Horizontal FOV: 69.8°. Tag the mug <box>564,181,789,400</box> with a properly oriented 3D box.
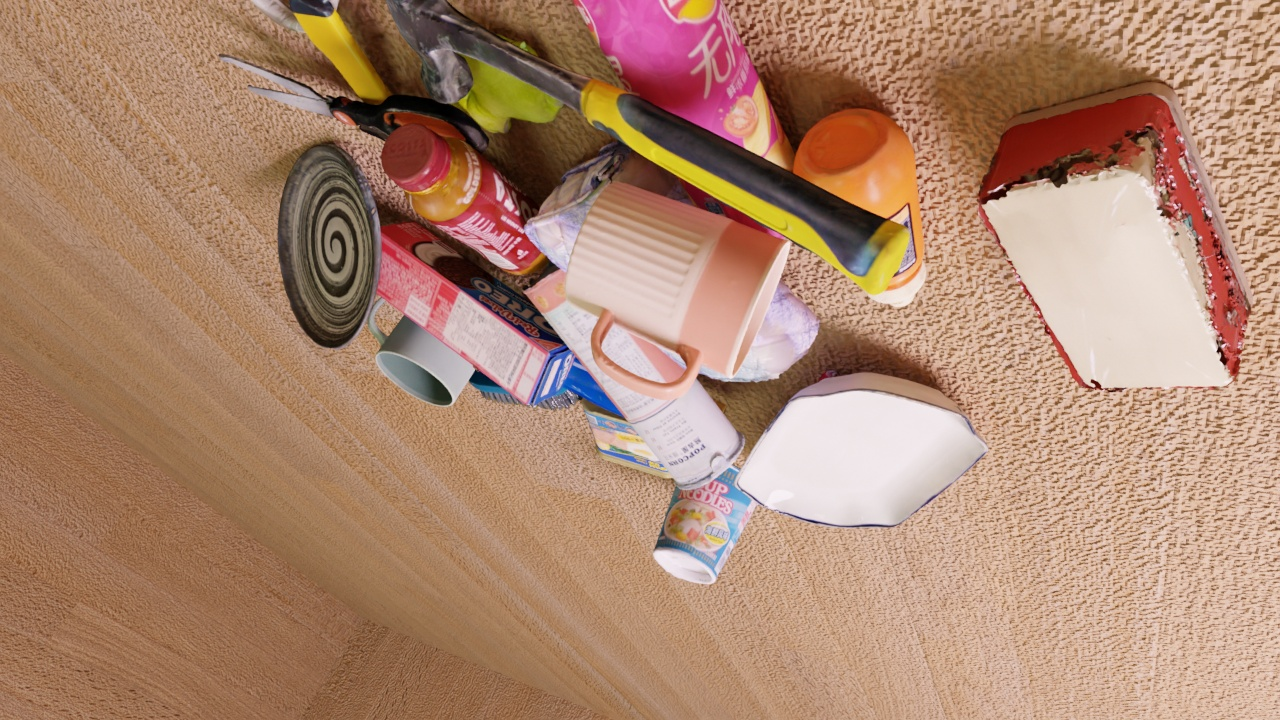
[{"bbox_3d":[0.014,-0.035,0.521,0.106,0.114,0.082,23,159,11],"label":"mug"}]

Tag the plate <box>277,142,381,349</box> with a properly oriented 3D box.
[{"bbox_3d":[-0.270,-0.100,0.809,0.180,0.024,0.179,8,102,44],"label":"plate"}]

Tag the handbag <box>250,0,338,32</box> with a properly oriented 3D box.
[{"bbox_3d":[-0.240,-0.271,0.568,0.163,0.063,0.179,16,154,24],"label":"handbag"}]

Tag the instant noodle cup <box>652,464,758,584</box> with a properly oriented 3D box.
[{"bbox_3d":[0.067,0.173,0.973,0.099,0.109,0.099,21,151,12],"label":"instant noodle cup"}]

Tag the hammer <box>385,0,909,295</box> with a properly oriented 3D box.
[{"bbox_3d":[-0.011,-0.127,0.477,0.323,0.031,0.126,32,163,20],"label":"hammer"}]

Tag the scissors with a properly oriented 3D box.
[{"bbox_3d":[-0.201,-0.173,0.695,0.227,0.021,0.198,12,163,38],"label":"scissors"}]

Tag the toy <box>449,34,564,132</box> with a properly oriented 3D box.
[{"bbox_3d":[-0.099,-0.184,0.612,0.096,0.031,0.100,30,156,-10],"label":"toy"}]

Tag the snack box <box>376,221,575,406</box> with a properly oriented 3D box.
[{"bbox_3d":[-0.149,-0.043,0.794,0.207,0.057,0.058,35,118,17],"label":"snack box"}]

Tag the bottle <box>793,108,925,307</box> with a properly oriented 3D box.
[{"bbox_3d":[0.140,-0.080,0.549,0.067,0.066,0.149,7,153,33],"label":"bottle"}]

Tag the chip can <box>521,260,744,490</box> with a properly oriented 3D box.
[{"bbox_3d":[-0.004,0.004,0.749,0.215,0.071,0.071,52,146,-15],"label":"chip can"}]

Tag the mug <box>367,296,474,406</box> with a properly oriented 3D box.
[{"bbox_3d":[-0.199,-0.030,0.874,0.111,0.106,0.082,35,152,-13],"label":"mug"}]

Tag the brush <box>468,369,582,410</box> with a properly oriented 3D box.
[{"bbox_3d":[-0.123,0.009,0.925,0.144,0.055,0.073,5,145,37],"label":"brush"}]

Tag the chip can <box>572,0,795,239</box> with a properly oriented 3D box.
[{"bbox_3d":[0.027,-0.155,0.505,0.072,0.071,0.210,3,143,39],"label":"chip can"}]

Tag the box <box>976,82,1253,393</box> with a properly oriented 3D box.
[{"bbox_3d":[0.251,-0.049,0.478,0.091,0.076,0.168,-5,138,47],"label":"box"}]

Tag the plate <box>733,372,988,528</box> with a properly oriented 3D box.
[{"bbox_3d":[0.176,0.078,0.772,0.162,0.034,0.266,14,151,-1],"label":"plate"}]

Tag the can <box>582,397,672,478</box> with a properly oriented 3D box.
[{"bbox_3d":[-0.002,0.063,0.909,0.102,0.057,0.083,15,147,22],"label":"can"}]

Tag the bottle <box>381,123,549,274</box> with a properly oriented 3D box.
[{"bbox_3d":[-0.116,-0.110,0.642,0.057,0.057,0.175,16,174,21],"label":"bottle"}]

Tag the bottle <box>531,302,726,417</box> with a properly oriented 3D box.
[{"bbox_3d":[-0.028,0.013,0.836,0.219,0.065,0.065,23,152,10],"label":"bottle"}]

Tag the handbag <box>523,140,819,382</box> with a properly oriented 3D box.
[{"bbox_3d":[0.020,-0.067,0.649,0.194,0.075,0.134,39,163,-24],"label":"handbag"}]

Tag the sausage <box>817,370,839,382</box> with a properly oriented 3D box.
[{"bbox_3d":[0.152,0.050,0.791,0.020,0.020,0.156,22,152,12],"label":"sausage"}]

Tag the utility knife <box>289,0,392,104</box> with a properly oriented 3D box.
[{"bbox_3d":[-0.202,-0.207,0.651,0.033,0.015,0.168,15,166,11],"label":"utility knife"}]
